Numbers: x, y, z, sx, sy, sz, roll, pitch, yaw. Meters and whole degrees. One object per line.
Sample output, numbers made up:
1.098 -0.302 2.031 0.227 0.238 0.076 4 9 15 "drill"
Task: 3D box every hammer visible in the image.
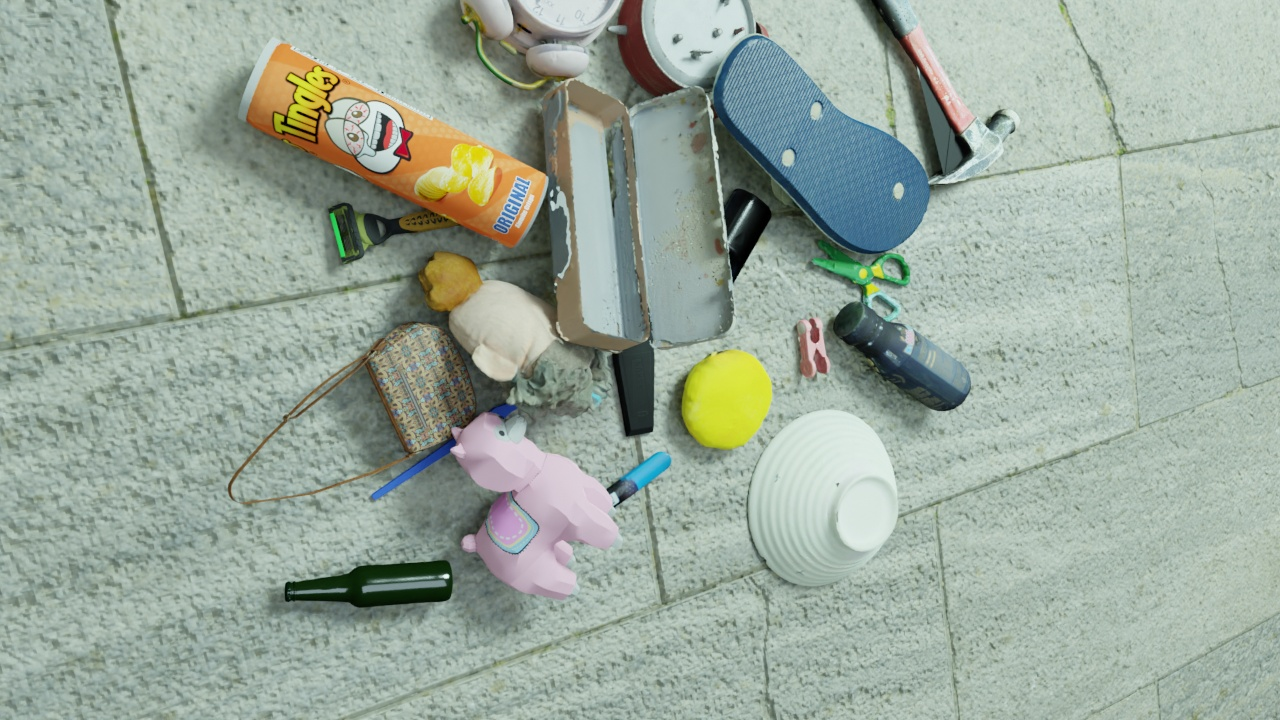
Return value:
0.255 -0.316 0.895 0.140 0.036 0.326 -46 111 -18 "hammer"

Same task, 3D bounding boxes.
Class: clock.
-0.077 -0.287 0.719 0.116 0.059 0.157 32 81 -25 "clock"
0.058 -0.270 0.785 0.156 0.062 0.109 33 79 -25 "clock"

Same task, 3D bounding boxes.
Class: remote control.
0.071 -0.087 0.831 0.045 0.021 0.140 34 80 -23 "remote control"
-0.005 0.005 0.806 0.039 0.010 0.125 -8 99 -25 "remote control"

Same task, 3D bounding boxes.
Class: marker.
-0.024 0.119 0.805 0.122 0.015 0.018 -35 105 -17 "marker"

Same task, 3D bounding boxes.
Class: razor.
-0.164 -0.109 0.712 0.144 0.021 0.044 -14 87 -24 "razor"

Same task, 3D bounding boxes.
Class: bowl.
0.196 0.139 0.884 0.177 0.071 0.177 -2 95 -26 "bowl"

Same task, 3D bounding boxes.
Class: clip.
0.160 -0.011 0.882 0.039 0.023 0.059 -7 92 -23 "clip"

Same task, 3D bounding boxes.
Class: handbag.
-0.211 0.048 0.670 0.195 0.043 0.093 -36 117 -37 "handbag"

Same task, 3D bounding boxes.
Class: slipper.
0.160 -0.187 0.843 0.294 0.060 0.118 28 83 -37 "slipper"

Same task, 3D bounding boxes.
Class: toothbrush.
-0.137 0.058 0.749 0.186 0.011 0.016 -34 108 -17 "toothbrush"

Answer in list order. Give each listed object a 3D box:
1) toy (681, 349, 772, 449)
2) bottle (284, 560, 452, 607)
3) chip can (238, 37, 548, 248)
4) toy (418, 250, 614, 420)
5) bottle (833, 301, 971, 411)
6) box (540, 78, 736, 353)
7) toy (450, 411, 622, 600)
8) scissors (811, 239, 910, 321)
0.079 0.035 0.834 0.095 0.041 0.094 -22 108 -24 "toy"
-0.209 0.174 0.708 0.122 0.033 0.033 2 93 -26 "bottle"
-0.175 -0.154 0.668 0.210 0.062 0.062 24 83 -20 "chip can"
-0.100 -0.018 0.713 0.176 0.132 0.076 40 114 -5 "toy"
0.260 -0.004 0.910 0.160 0.056 0.056 30 81 -25 "bottle"
0.000 -0.118 0.714 0.121 0.095 0.217 9 68 -41 "box"
-0.093 0.113 0.724 0.157 0.067 0.123 35 105 -22 "toy"
0.214 -0.076 0.908 0.131 0.013 0.078 9 90 -28 "scissors"
